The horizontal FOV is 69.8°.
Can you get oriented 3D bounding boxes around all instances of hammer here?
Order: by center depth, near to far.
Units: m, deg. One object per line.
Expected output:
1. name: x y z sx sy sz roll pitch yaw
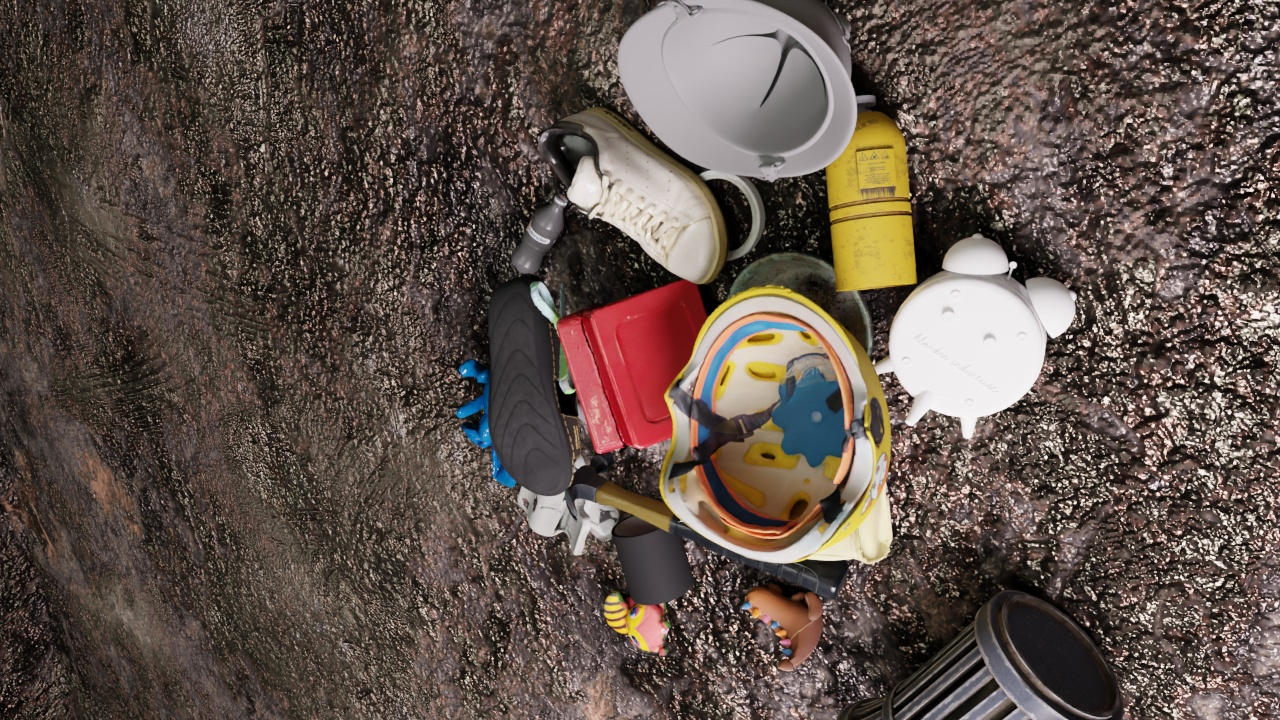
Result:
1. hammer: 0.063 0.187 1.021 0.333 0.117 0.025 18 122 24

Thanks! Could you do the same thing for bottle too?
1. bottle: 0.199 -0.145 0.798 0.071 0.070 0.164 -4 92 37
2. bottle: -0.113 -0.147 1.054 0.036 0.036 0.110 46 128 12

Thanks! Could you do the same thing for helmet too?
1. helmet: 0.105 -0.265 0.807 0.271 0.117 0.183 14 147 53
2. helmet: 0.139 0.060 0.840 0.209 0.139 0.240 9 90 39

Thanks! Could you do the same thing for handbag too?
1. handbag: 0.186 0.146 0.924 0.119 0.081 0.111 -9 79 40

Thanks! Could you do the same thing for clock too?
1. clock: 0.281 -0.016 0.787 0.125 0.072 0.161 36 118 12

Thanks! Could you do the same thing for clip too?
1. clip: -0.096 0.176 1.159 0.143 0.072 0.125 37 128 28

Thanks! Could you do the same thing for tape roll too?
1. tape roll: 0.082 -0.147 0.929 0.093 0.013 0.093 14 116 31

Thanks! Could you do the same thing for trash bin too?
1. trash bin: 0.314 0.336 0.859 0.164 0.163 0.228 42 123 15

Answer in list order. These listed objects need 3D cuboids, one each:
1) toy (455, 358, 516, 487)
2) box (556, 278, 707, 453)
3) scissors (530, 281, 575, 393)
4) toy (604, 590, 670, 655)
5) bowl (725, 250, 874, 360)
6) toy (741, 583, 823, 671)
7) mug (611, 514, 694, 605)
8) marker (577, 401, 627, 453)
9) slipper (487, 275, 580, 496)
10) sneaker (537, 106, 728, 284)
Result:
1. toy: -0.196 0.068 1.180 0.113 0.070 0.177 22 129 30
2. box: 0.010 0.004 0.986 0.169 0.153 0.157 -15 98 18
3. scissors: -0.086 -0.036 1.017 0.022 0.171 0.174 -22 134 12
4. toy: 0.000 0.329 1.154 0.103 0.046 0.084 17 123 34
5. bowl: 0.159 -0.034 0.901 0.158 0.038 0.158 14 115 31
6. toy: 0.149 0.288 0.995 0.090 0.102 0.071 29 124 16
7. mug: 0.007 0.231 1.097 0.114 0.078 0.088 4 112 63
8. marker: -0.072 0.063 1.119 0.140 0.016 0.016 38 126 18
9. slipper: -0.122 0.030 1.091 0.113 0.075 0.267 -18 74 25
10. sneaker: -0.015 -0.168 0.921 0.241 0.102 0.089 47 130 21
